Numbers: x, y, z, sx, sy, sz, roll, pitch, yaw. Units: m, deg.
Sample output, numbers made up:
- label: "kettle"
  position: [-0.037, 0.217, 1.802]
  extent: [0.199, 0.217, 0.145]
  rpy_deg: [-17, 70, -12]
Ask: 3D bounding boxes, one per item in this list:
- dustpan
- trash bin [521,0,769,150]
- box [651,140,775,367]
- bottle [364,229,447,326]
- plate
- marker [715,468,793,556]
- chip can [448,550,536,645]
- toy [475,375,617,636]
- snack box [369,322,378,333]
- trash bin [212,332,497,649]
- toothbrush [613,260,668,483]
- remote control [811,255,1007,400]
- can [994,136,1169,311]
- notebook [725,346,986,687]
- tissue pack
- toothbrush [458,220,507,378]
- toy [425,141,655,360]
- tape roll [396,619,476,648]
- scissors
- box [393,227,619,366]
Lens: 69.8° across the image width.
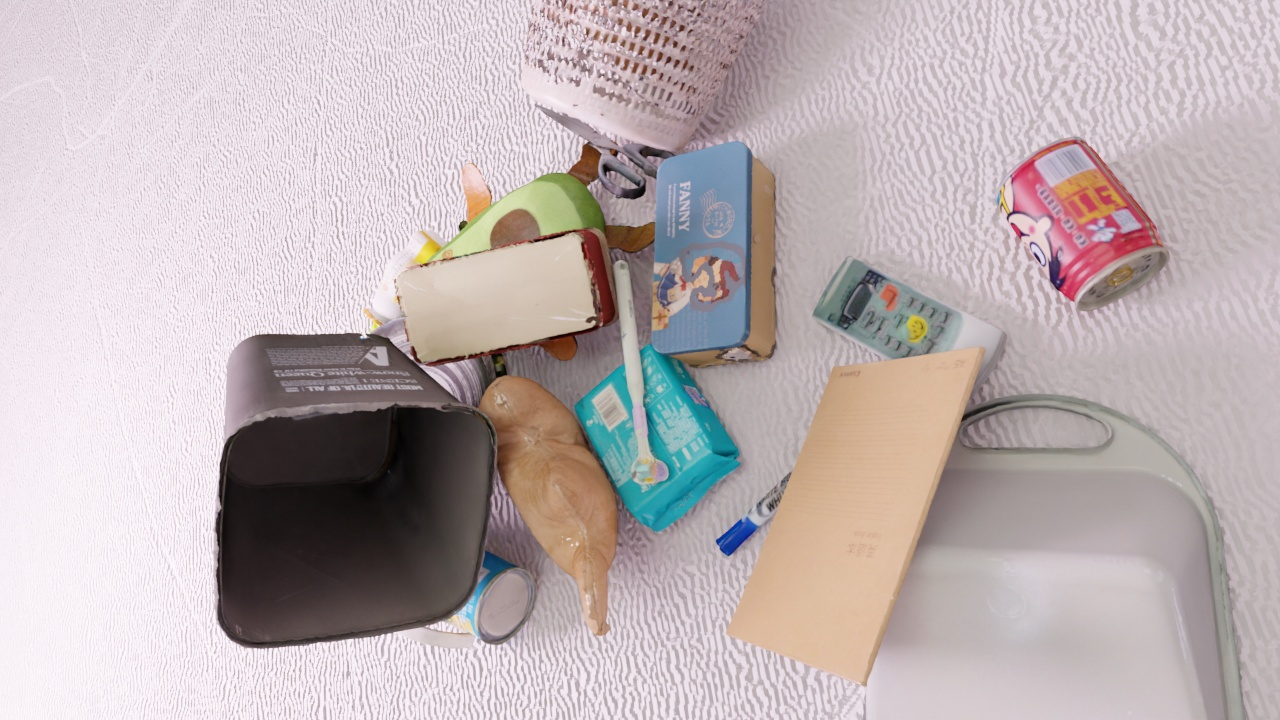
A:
- label: "dustpan"
  position: [0.249, 0.163, 0.574]
  extent: [0.223, 0.142, 0.258]
  rpy_deg: [-3, 105, 34]
- label: "trash bin"
  position: [0.001, -0.287, 0.752]
  extent: [0.227, 0.227, 0.192]
  rpy_deg: [34, 111, 36]
- label: "box"
  position: [0.061, -0.088, 0.738]
  extent: [0.090, 0.061, 0.184]
  rpy_deg: [-9, 75, 32]
- label: "bottle"
  position: [-0.230, -0.078, 0.925]
  extent: [0.108, 0.063, 0.063]
  rpy_deg: [-48, 55, -1]
- label: "plate"
  position: [-0.217, 0.047, 0.899]
  extent: [0.180, 0.024, 0.179]
  rpy_deg: [-1, 88, 21]
- label: "marker"
  position: [0.111, 0.093, 0.683]
  extent: [0.146, 0.017, 0.017]
  rpy_deg: [-46, 57, 16]
- label: "chip can"
  position: [-0.193, 0.186, 0.838]
  extent: [0.210, 0.071, 0.071]
  rpy_deg: [16, 87, 36]
- label: "toy"
  position: [-0.059, 0.114, 0.727]
  extent: [0.082, 0.143, 0.226]
  rpy_deg: [-34, 61, 1]
- label: "snack box"
  position: [-0.269, 0.031, 0.957]
  extent: [0.086, 0.026, 0.156]
  rpy_deg: [26, 94, 37]
- label: "trash bin"
  position: [-0.249, 0.083, 0.753]
  extent: [0.220, 0.198, 0.199]
  rpy_deg: [40, 124, 54]
- label: "toothbrush"
  position: [-0.004, 0.004, 0.723]
  extent: [0.020, 0.029, 0.189]
  rpy_deg: [125, 141, -60]
- label: "remote control"
  position: [0.190, -0.024, 0.656]
  extent: [0.135, 0.019, 0.056]
  rpy_deg: [35, 99, 36]
- label: "can"
  position: [0.278, -0.085, 0.581]
  extent: [0.067, 0.066, 0.093]
  rpy_deg: [-36, 60, 22]
- label: "notebook"
  position: [0.134, 0.090, 0.589]
  extent: [0.211, 0.012, 0.150]
  rpy_deg: [-65, 18, -15]
- label: "tissue pack"
  position: [0.013, 0.060, 0.739]
  extent: [0.093, 0.050, 0.133]
  rpy_deg: [-40, 59, 17]
- label: "toothbrush"
  position: [-0.154, -0.060, 0.910]
  extent: [0.012, 0.017, 0.185]
  rpy_deg: [-28, 66, 24]
- label: "toy"
  position: [-0.105, -0.096, 0.830]
  extent: [0.247, 0.090, 0.227]
  rpy_deg: [-34, 64, 10]
- label: "tape roll"
  position: [-0.186, 0.232, 0.811]
  extent: [0.086, 0.085, 0.014]
  rpy_deg: [16, 86, 36]
- label: "scissors"
  position: [-0.031, -0.200, 0.836]
  extent: [0.146, 0.014, 0.171]
  rpy_deg: [-2, 45, -2]
- label: "box"
  position: [-0.111, -0.053, 0.749]
  extent: [0.168, 0.080, 0.091]
  rpy_deg: [-11, 96, 14]
